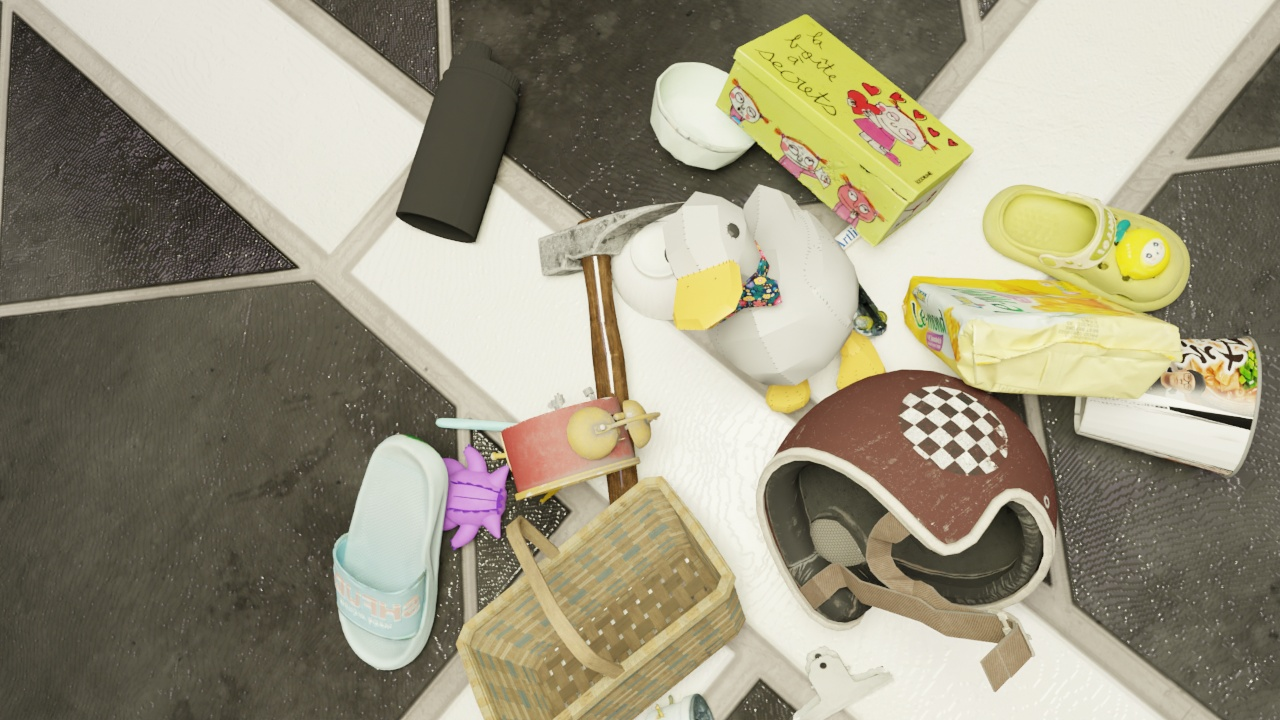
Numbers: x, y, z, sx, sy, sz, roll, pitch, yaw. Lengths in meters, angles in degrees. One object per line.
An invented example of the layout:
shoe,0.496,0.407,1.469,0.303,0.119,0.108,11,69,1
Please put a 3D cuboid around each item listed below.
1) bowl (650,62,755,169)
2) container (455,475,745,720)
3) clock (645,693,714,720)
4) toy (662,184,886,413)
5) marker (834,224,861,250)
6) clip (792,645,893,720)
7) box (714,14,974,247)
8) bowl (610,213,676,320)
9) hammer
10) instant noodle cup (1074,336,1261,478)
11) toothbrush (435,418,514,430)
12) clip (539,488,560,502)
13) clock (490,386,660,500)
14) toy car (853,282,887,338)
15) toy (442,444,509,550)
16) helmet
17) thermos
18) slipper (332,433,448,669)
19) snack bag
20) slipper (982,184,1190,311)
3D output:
bowl,0.060,-0.239,0.933,0.117,0.061,0.117,12,56,-18
container,-0.046,0.220,0.801,0.250,0.186,0.157,-39,45,1
clock,0.047,0.364,0.832,0.057,0.083,0.117,-21,74,10
toy,0.110,-0.065,0.808,0.141,0.267,0.246,-18,42,30
marker,0.195,-0.112,0.923,0.145,0.017,0.017,-41,77,0
clip,0.178,0.297,0.859,0.102,0.046,0.056,-30,82,2
box,0.192,-0.226,0.885,0.124,0.082,0.221,-33,74,-35
bowl,0.024,-0.104,0.925,0.118,0.062,0.118,-2,80,9
hammer,-0.005,0.005,0.878,0.218,0.037,0.300,-8,89,48
instant noodle cup,0.458,0.032,0.811,0.122,0.123,0.123,8,82,19
toothbrush,-0.129,0.070,0.930,0.181,0.016,0.016,3,108,21
clip,-0.090,0.114,0.917,0.054,0.049,0.044,-37,42,2
clock,-0.055,0.066,0.827,0.159,0.116,0.081,-22,81,34
toy car,0.207,-0.059,0.903,0.028,0.038,0.089,-45,71,42
toy,-0.173,0.137,0.919,0.088,0.056,0.106,5,81,11
helmet,0.219,0.126,0.755,0.252,0.234,0.234,-28,69,-31
thermos,-0.186,-0.233,0.968,0.086,0.086,0.198,15,83,11
slipper,-0.248,0.189,0.884,0.104,0.074,0.246,19,107,17
snack bag,0.325,-0.024,0.785,0.159,0.247,0.068,1,104,4
slipper,0.420,-0.117,0.857,0.190,0.081,0.091,24,82,15
